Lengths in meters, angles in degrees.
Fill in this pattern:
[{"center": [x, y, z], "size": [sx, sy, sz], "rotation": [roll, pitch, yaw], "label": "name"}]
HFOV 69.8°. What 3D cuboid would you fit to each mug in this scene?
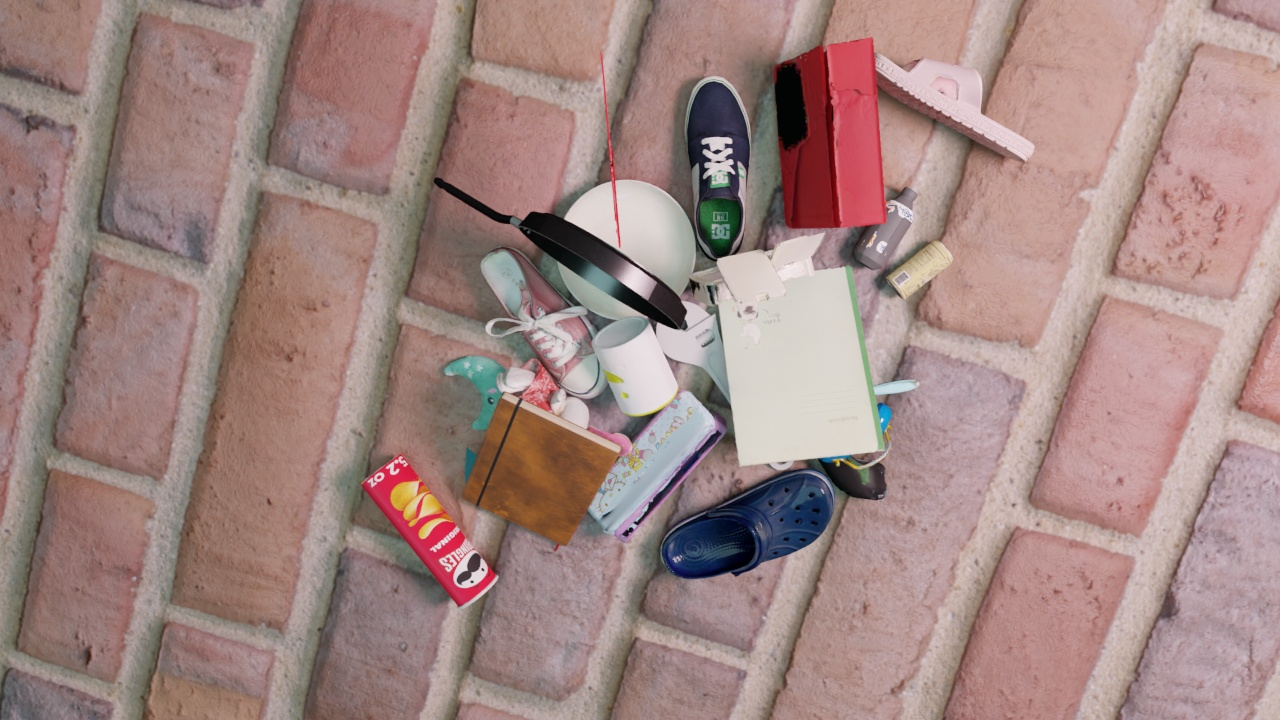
[{"center": [-0.007, 0.007, 1.194], "size": [0.082, 0.082, 0.106], "rotation": [-21, 116, 6], "label": "mug"}]

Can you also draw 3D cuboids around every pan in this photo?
[{"center": [-0.098, -0.141, 1.099], "size": [0.356, 0.225, 0.034], "rotation": [32, 88, 10], "label": "pan"}]

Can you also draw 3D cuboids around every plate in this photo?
[{"center": [-0.018, -0.145, 1.210], "size": [0.182, 0.034, 0.182], "rotation": [1, 98, 3], "label": "plate"}]

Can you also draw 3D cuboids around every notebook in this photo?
[{"center": [0.200, 0.004, 1.175], "size": [0.182, 0.010, 0.252], "rotation": [-7, 71, 4], "label": "notebook"}, {"center": [-0.146, 0.150, 1.207], "size": [0.178, 0.014, 0.250], "rotation": [26, 134, -2], "label": "notebook"}]

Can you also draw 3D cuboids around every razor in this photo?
[{"center": [0.271, 0.128, 1.230], "size": [0.067, 0.054, 0.151], "rotation": [-41, 87, -6], "label": "razor"}]

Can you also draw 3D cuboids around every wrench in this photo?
[{"center": [0.115, 0.039, 1.239], "size": [0.087, 0.018, 0.273], "rotation": [-32, 96, 8], "label": "wrench"}]

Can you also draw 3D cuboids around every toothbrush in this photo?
[{"center": [0.283, 0.046, 1.230], "size": [0.181, 0.016, 0.016], "rotation": [-10, 97, 4], "label": "toothbrush"}]

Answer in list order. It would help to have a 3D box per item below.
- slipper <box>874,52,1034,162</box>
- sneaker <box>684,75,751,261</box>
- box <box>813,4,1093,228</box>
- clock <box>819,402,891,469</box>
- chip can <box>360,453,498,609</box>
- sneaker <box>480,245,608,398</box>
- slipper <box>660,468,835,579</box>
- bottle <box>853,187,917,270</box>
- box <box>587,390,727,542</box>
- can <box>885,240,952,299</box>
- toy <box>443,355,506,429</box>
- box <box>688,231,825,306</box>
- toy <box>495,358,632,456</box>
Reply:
[{"center": [0.387, -0.326, 1.130], "size": [0.239, 0.094, 0.064], "rotation": [28, 103, -7], "label": "slipper"}, {"center": [0.100, -0.244, 1.165], "size": [0.084, 0.079, 0.235], "rotation": [-2, 98, 5], "label": "sneaker"}, {"center": [0.355, -0.277, 1.088], "size": [0.326, 0.152, 0.214], "rotation": [-4, 98, 19], "label": "box"}, {"center": [0.256, 0.067, 1.185], "size": [0.116, 0.060, 0.161], "rotation": [-34, 70, -7], "label": "clock"}, {"center": [-0.291, 0.235, 1.266], "size": [0.069, 0.069, 0.220], "rotation": [-36, 94, 8], "label": "chip can"}, {"center": [-0.127, -0.049, 1.204], "size": [0.118, 0.087, 0.241], "rotation": [-38, 94, 8], "label": "sneaker"}, {"center": [0.146, 0.234, 1.229], "size": [0.253, 0.095, 0.105], "rotation": [-24, 94, 10], "label": "slipper"}, {"center": [0.318, -0.170, 1.180], "size": [0.047, 0.047, 0.112], "rotation": [30, 99, -1], "label": "bottle"}, {"center": [0.024, 0.146, 1.221], "size": [0.096, 0.077, 0.214], "rotation": [36, 101, -29], "label": "box"}, {"center": [0.361, -0.118, 1.189], "size": [0.079, 0.038, 0.038], "rotation": [-39, 94, 8], "label": "can"}, {"center": [-0.214, 0.041, 1.253], "size": [0.085, 0.033, 0.105], "rotation": [-20, 98, 17], "label": "toy"}, {"center": [0.145, -0.116, 1.113], "size": [0.143, 0.191, 0.069], "rotation": [-18, 105, -10], "label": "box"}, {"center": [-0.115, 0.075, 1.195], "size": [0.159, 0.084, 0.194], "rotation": [-16, 129, 27], "label": "toy"}]
